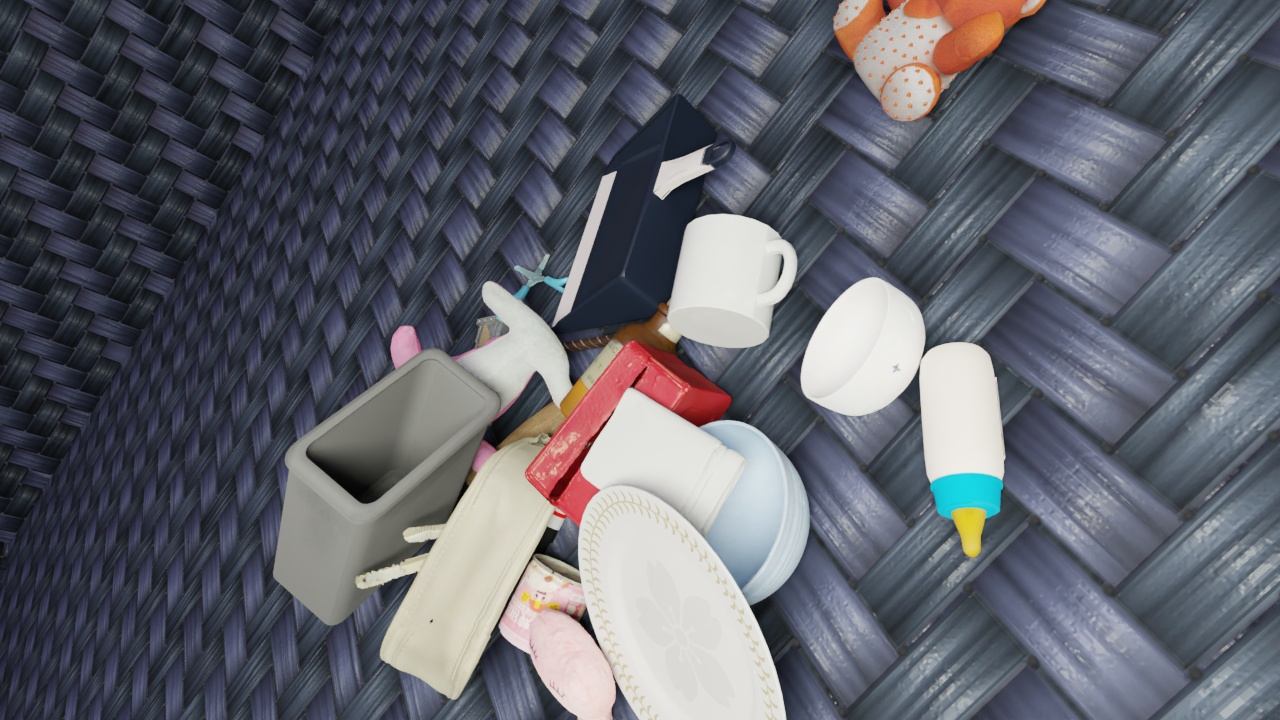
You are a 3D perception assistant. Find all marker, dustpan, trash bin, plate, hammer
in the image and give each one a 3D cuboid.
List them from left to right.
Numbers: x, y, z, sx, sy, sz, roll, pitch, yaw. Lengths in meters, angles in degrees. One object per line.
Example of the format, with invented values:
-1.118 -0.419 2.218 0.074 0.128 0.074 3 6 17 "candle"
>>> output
-0.249 0.124 0.884 0.191 0.097 0.220 -44 -11 -44 "trash bin"
-0.125 0.090 1.002 0.306 0.040 0.132 -35 48 28 "hammer"
-0.083 -0.015 1.021 0.323 0.044 0.098 -7 63 44 "hammer"
-0.076 0.137 0.935 0.019 0.019 0.145 23 86 52 "marker"
0.005 -0.162 0.947 0.274 0.080 0.235 -8 56 41 "dustpan"
0.027 0.205 0.678 0.242 0.016 0.243 33 132 45 "plate"

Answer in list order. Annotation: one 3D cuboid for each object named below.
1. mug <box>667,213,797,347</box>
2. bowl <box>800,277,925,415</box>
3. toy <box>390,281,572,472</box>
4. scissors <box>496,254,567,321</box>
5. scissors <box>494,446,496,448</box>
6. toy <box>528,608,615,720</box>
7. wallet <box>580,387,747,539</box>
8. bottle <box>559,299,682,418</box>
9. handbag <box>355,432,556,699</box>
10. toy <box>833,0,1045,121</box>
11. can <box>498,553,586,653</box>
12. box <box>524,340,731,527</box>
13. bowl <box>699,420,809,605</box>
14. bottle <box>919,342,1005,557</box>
0.087 -0.072 0.814 0.121 0.091 0.090 -9 62 47 "mug"
0.173 -0.005 0.694 0.105 0.054 0.104 -55 19 28 "bowl"
-0.180 0.022 1.004 0.266 0.186 0.127 -32 7 31 "toy"
-0.117 -0.092 1.100 0.126 0.015 0.135 -5 43 23 "scissors"
-0.226 0.147 1.106 0.174 0.017 0.076 -41 44 26 "scissors"
-0.054 0.268 0.778 0.053 0.105 0.108 -31 39 -18 "toy"
0.018 0.083 0.705 0.116 0.032 0.086 35 92 28 "wallet"
-0.005 0.005 0.883 0.157 0.068 0.068 -51 39 8 "bottle"
-0.168 0.179 0.882 0.229 0.132 0.184 -60 -1 12 "handbag"
0.252 -0.291 0.757 0.173 0.092 0.163 -40 42 24 "toy"
-0.087 0.229 0.854 0.067 0.067 0.076 23 85 52 "can"
-0.012 0.065 0.800 0.087 0.129 0.158 39 99 24 "box"
0.076 0.129 0.722 0.151 0.074 0.150 -28 49 37 "bowl"
0.218 0.061 0.619 0.051 0.051 0.146 -21 54 41 "bottle"
